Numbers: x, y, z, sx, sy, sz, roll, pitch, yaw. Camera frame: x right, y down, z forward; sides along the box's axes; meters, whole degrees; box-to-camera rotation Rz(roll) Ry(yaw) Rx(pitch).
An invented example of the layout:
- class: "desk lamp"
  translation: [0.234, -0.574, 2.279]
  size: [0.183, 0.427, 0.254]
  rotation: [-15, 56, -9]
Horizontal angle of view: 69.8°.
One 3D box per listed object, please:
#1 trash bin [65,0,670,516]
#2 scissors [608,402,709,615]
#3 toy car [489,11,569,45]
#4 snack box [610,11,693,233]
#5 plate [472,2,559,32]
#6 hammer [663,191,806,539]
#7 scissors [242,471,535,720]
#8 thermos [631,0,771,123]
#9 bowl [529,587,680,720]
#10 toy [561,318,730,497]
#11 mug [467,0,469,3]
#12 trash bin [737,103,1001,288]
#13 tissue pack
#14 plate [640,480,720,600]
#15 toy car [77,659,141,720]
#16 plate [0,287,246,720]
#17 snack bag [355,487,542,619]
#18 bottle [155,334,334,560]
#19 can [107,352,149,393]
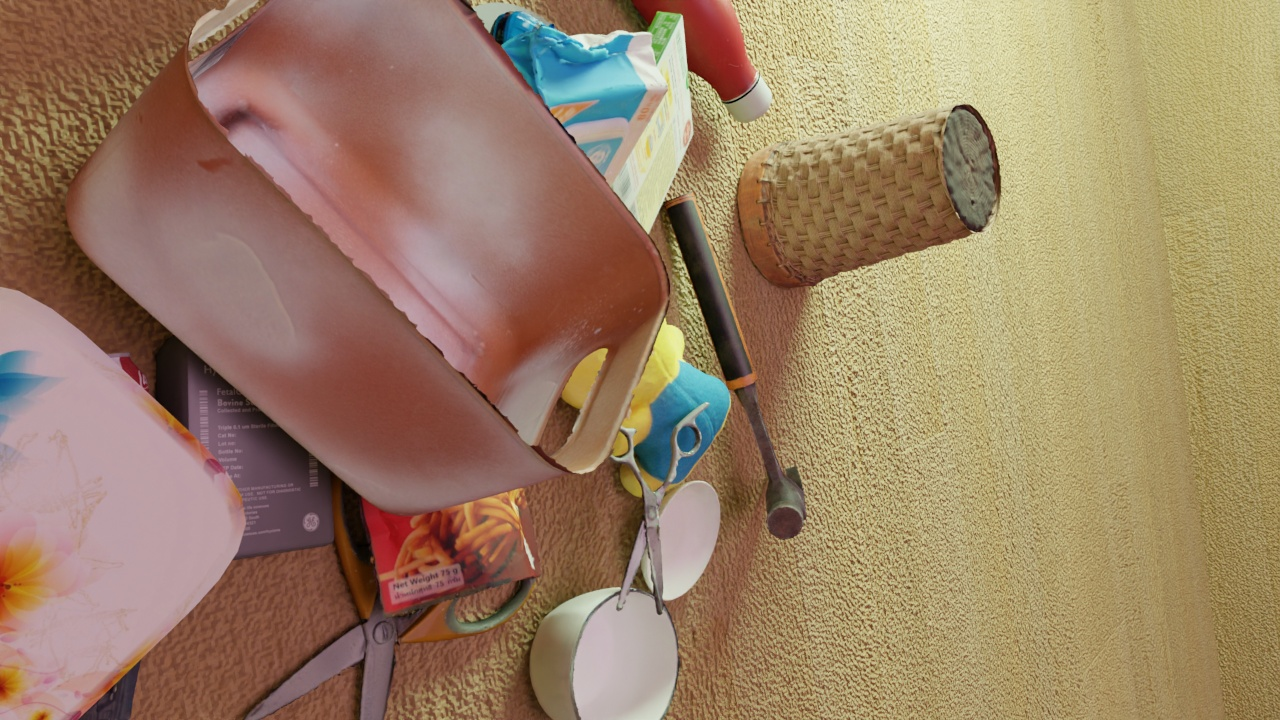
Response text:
- class: "trash bin"
  translation: [-0.130, -0.057, 0.486]
  size: [0.260, 0.158, 0.181]
  rotation: [48, 40, -24]
- class: "scissors"
  translation: [0.018, 0.106, 0.687]
  size: [0.146, 0.014, 0.141]
  rotation: [-26, 95, -31]
- class: "toy car"
  translation: [-0.062, -0.224, 0.702]
  size: [0.120, 0.044, 0.056]
  rotation: [19, 72, -43]
- class: "snack box"
  translation: [0.002, -0.177, 0.754]
  size: [0.132, 0.027, 0.167]
  rotation: [77, 31, -57]
- class: "plate"
  translation: [-0.085, -0.191, 0.717]
  size: [0.178, 0.012, 0.178]
  rotation: [7, 81, -46]
- class: "hammer"
  translation: [0.088, -0.002, 0.844]
  size: [0.137, 0.035, 0.314]
  rotation: [-29, 100, -78]
- class: "scissors"
  translation: [-0.153, 0.160, 0.602]
  size: [0.228, 0.016, 0.225]
  rotation: [9, 78, -46]
- class: "thermos"
  translation: [0.046, -0.312, 0.826]
  size: [0.240, 0.073, 0.073]
  rotation: [46, 55, -34]
- class: "bowl"
  translation: [-0.032, 0.226, 0.688]
  size: [0.116, 0.066, 0.116]
  rotation: [7, 80, -46]
- class: "toy"
  translation: [-0.004, 0.004, 0.731]
  size: [0.214, 0.084, 0.148]
  rotation: [56, 48, -30]
- class: "mug"
  translation: [-0.139, -0.196, 0.621]
  size: [0.115, 0.080, 0.107]
  rotation: [-3, 86, -64]
- class: "trash bin"
  translation: [0.222, -0.158, 0.896]
  size: [0.151, 0.211, 0.151]
  rotation: [6, 81, -45]
- class: "tissue pack"
  translation: [-0.067, -0.130, 0.603]
  size: [0.116, 0.210, 0.066]
  rotation: [-24, 68, -45]
- class: "plate"
  translation: [0.029, 0.149, 0.779]
  size: [0.104, 0.026, 0.104]
  rotation: [-23, 120, -46]
- class: "toy car"
  translation: [-0.278, 0.159, 0.458]
  size: [0.048, 0.032, 0.105]
  rotation: [12, 83, -46]
- class: "plate"
  translation: [-0.297, 0.078, 0.406]
  size: [0.186, 0.016, 0.187]
  rotation: [-47, 109, -21]
- class: "snack bag"
  translation: [-0.136, 0.052, 0.602]
  size: [0.138, 0.067, 0.207]
  rotation: [-3, 73, -46]
- class: "bottle"
  translation: [-0.225, 0.022, 0.520]
  size: [0.083, 0.046, 0.174]
  rotation: [0, 86, -47]
- class: "can"
  translation: [-0.272, 0.047, 0.462]
  size: [0.053, 0.054, 0.096]
  rotation: [-11, 94, -47]
